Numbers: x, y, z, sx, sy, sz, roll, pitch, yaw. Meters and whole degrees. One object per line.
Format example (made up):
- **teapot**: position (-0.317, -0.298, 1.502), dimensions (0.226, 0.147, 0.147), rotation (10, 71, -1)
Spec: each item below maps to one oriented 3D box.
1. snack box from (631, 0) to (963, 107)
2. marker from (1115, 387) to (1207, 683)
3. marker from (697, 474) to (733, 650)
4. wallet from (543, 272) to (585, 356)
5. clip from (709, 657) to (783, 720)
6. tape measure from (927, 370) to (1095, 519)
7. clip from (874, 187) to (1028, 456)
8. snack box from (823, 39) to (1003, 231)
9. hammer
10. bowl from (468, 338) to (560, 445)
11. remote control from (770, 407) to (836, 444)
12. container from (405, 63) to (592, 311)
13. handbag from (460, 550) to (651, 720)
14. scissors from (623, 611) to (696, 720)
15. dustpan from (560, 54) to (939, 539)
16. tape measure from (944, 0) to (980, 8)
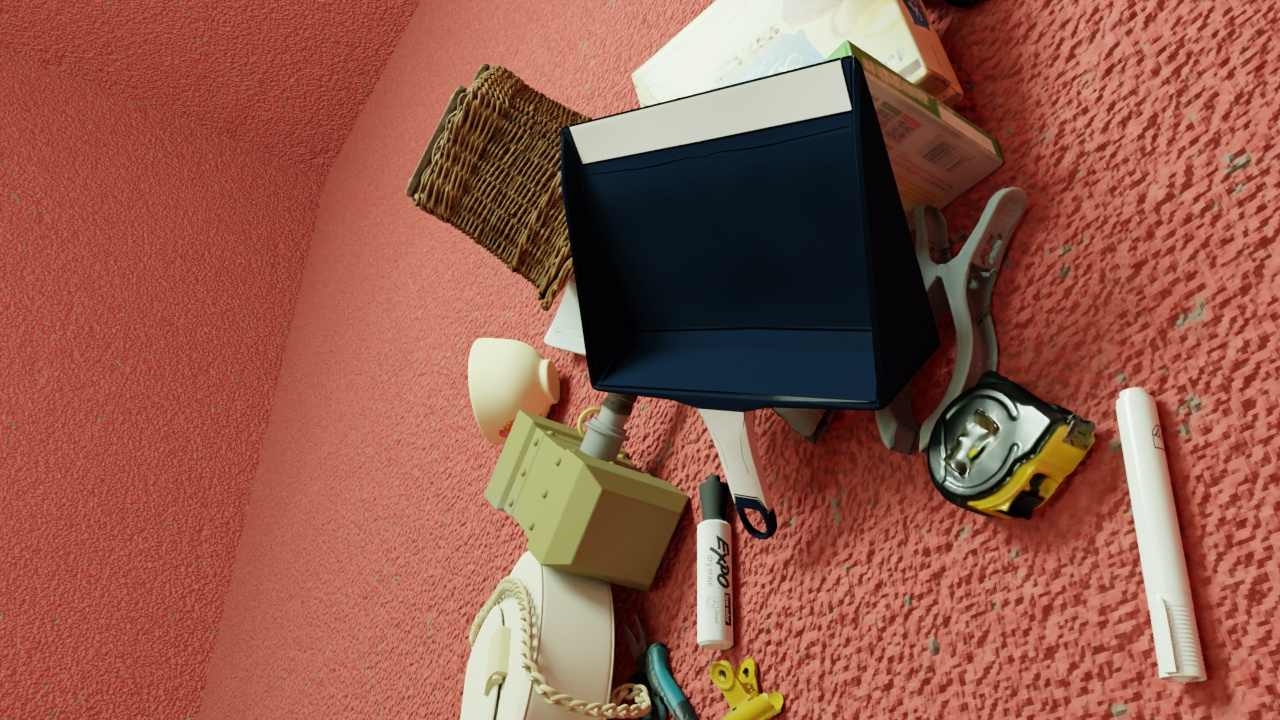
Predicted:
- **snack box**: position (0.098, -0.192, 0.640), dimensions (0.208, 0.055, 0.153), rotation (-31, 64, 37)
- **marker**: position (0.227, 0.072, 0.406), dimensions (0.017, 0.020, 0.133), rotation (-27, 50, 47)
- **marker**: position (0.053, 0.143, 0.662), dimensions (0.025, 0.025, 0.125), rotation (-36, 43, 47)
- **wallet**: position (-0.052, -0.059, 0.974), dimensions (0.086, 0.032, 0.116), rotation (20, 86, 53)
- **clip**: position (0.069, 0.216, 0.599), dimensions (0.053, 0.035, 0.046), rotation (-50, 53, 36)
- **tape measure**: position (0.186, 0.046, 0.475), dimensions (0.072, 0.042, 0.071), rotation (-65, 32, 14)
- **clip**: position (0.171, -0.023, 0.558), dimensions (0.108, 0.028, 0.163), rotation (8, 79, 61)
- **snack box**: position (0.122, -0.112, 0.591), dimensions (0.168, 0.132, 0.027), rotation (-39, 40, 43)
- **hammer**: position (-0.005, 0.005, 0.775), dimensions (0.190, 0.100, 0.325), rotation (27, 95, 62)
- **bowl**: position (-0.129, 0.028, 0.993), dimensions (0.074, 0.118, 0.117), rotation (-9, 55, 10)
- **remote control**: position (0.099, 0.018, 0.673), dimensions (0.033, 0.013, 0.136), rotation (-65, 30, 12)
- **container**: position (-0.123, -0.198, 0.961), dimensions (0.162, 0.183, 0.249), rotation (-56, 13, 19)
- **handbag**: position (-0.081, 0.268, 0.737), dimensions (0.210, 0.103, 0.209), rotation (-96, 28, -56)
- **scissors**: position (0.011, 0.250, 0.675), dimensions (0.123, 0.019, 0.149), rotation (-31, 45, 51)
- **dustpan**: position (0.052, -0.019, 0.569), dimensions (0.237, 0.273, 0.079), rotation (2, 34, 46)
- **tape measure**: position (0.221, -0.275, 0.620), dimensions (0.063, 0.038, 0.067), rotation (-61, 30, 16)
